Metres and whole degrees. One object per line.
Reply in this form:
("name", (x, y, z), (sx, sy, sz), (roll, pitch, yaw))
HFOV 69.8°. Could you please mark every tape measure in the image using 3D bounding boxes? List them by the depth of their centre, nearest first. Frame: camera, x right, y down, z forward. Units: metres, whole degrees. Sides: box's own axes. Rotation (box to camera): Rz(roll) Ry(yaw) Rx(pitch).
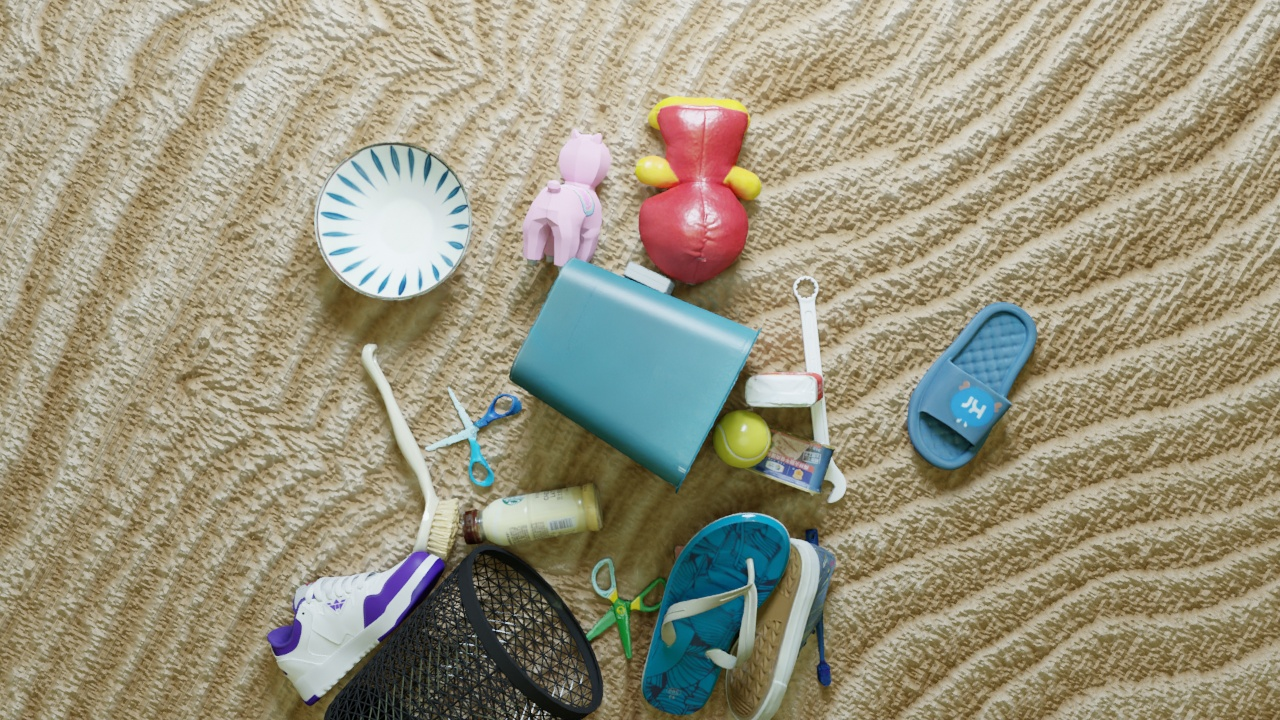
("tape measure", (0.010, -0.096, 1.071), (0.062, 0.060, 0.020), (25, 91, 0))

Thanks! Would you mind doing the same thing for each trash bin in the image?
("trash bin", (-0.006, 0.006, 1.018), (0.218, 0.196, 0.199), (27, 91, 6))
("trash bin", (-0.204, 0.368, 1.020), (0.243, 0.216, 0.217), (-40, 91, 7))

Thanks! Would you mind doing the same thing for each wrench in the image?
("wrench", (0.211, 0.035, 1.100), (0.047, 0.009, 0.273), (-6, 92, 0))

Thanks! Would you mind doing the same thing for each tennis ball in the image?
("tennis ball", (0.114, 0.088, 1.032), (0.065, 0.065, 0.065), (0, 92, 0))

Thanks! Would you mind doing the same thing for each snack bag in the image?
("snack bag", (0.165, 0.033, 1.042), (0.077, 0.115, 0.036), (-1, 91, 16))

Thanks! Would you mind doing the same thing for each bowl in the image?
("bowl", (-0.279, -0.158, 1.064), (0.177, 0.071, 0.177), (0, 92, -1))

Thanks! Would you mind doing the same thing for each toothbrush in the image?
("toothbrush", (0.215, 0.298, 1.104), (0.016, 0.017, 0.190), (-5, 92, 0))

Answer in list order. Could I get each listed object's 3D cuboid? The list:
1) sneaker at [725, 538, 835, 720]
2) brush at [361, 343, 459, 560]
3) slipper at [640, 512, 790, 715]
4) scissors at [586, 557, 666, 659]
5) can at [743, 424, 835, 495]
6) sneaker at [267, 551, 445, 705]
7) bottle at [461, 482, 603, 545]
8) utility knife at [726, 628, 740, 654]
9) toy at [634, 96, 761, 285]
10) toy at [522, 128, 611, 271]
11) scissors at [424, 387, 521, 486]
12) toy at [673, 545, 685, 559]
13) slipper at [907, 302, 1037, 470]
("sneaker", (0.171, 0.321, 1.074), (0.079, 0.087, 0.236), (10, 103, -34))
("brush", (-0.276, 0.108, 1.085), (0.077, 0.062, 0.272), (-18, 87, -16))
("slipper", (0.075, 0.300, 1.043), (0.118, 0.060, 0.295), (21, 111, 0))
("scissors", (-0.027, 0.294, 1.107), (0.125, 0.011, 0.127), (-39, 90, 0))
("can", (0.172, 0.114, 1.073), (0.100, 0.054, 0.059), (18, 89, 15))
("sneaker", (-0.337, 0.284, 1.065), (0.244, 0.091, 0.111), (-44, 90, 11))
("bottle", (-0.127, 0.184, 1.081), (0.162, 0.056, 0.056), (-10, 92, 0))
("utility knife", (0.124, 0.303, 1.104), (0.029, 0.020, 0.174), (29, 93, 1))
("toy", (0.064, -0.196, 1.054), (0.147, 0.098, 0.216), (3, 87, 7))
("toy", (-0.080, -0.183, 1.046), (0.067, 0.123, 0.157), (14, 102, 15))
("scissors", (-0.196, 0.086, 1.102), (0.133, 0.014, 0.127), (-30, 87, 6))
("toy", (0.089, 0.251, 1.086), (0.112, 0.050, 0.087), (5, 87, 21))
("slipper", (0.390, 0.027, 1.076), (0.104, 0.059, 0.213), (30, 90, 1))
